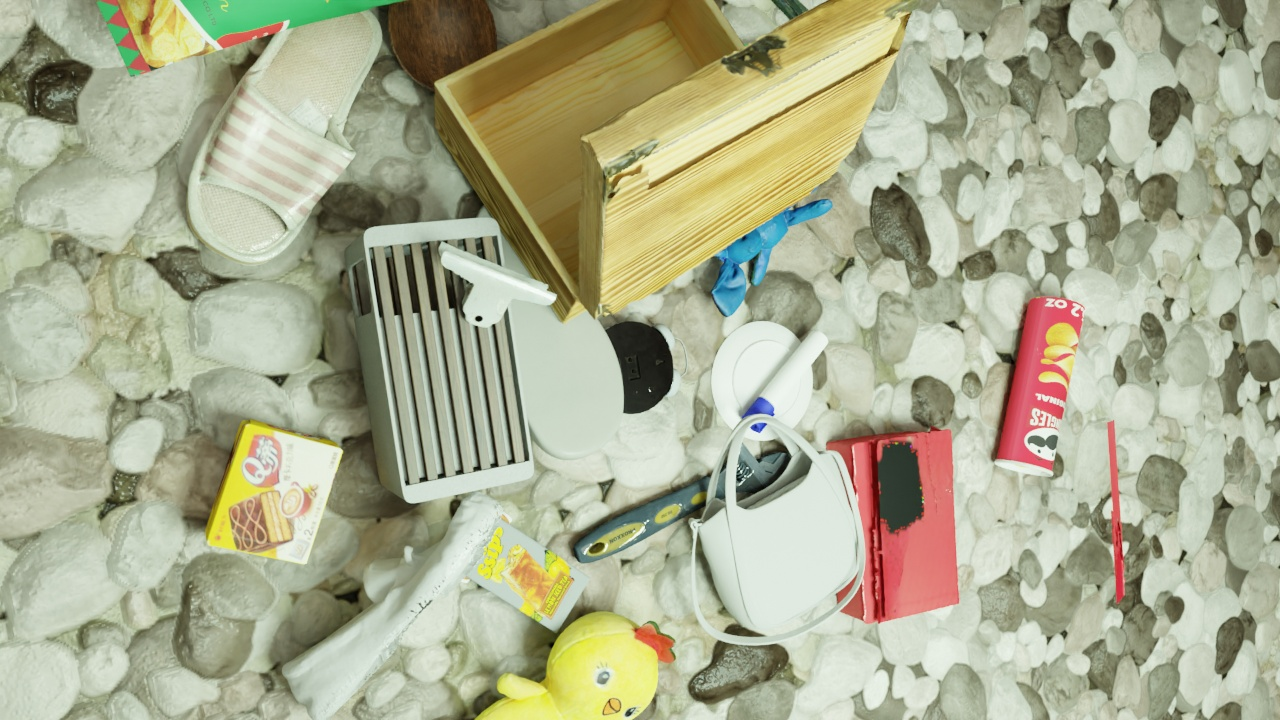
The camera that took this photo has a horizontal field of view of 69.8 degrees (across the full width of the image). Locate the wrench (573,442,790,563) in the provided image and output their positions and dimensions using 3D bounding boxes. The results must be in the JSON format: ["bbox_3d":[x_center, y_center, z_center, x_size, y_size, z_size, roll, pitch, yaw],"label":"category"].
[{"bbox_3d":[0.050,0.151,0.981,0.272,0.022,0.073,-22,105,-24],"label":"wrench"}]

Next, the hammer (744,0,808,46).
[{"bbox_3d":[0.070,-0.324,0.990,0.318,0.032,0.130,-14,96,-24],"label":"hammer"}]

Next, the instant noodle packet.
[{"bbox_3d":[-0.330,-0.356,0.761,0.252,0.090,0.195,-25,85,-20],"label":"instant noodle packet"}]

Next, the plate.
[{"bbox_3d":[0.141,0.023,1.031,0.134,0.011,0.134,0,90,-25],"label":"plate"}]

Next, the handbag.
[{"bbox_3d":[0.138,0.167,0.974,0.215,0.096,0.223,-25,106,-25],"label":"handbag"}]

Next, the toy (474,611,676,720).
[{"bbox_3d":[-0.064,0.318,0.892,0.207,0.092,0.134,-36,124,-12],"label":"toy"}]

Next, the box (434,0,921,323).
[{"bbox_3d":[0.026,-0.199,0.747,0.278,0.335,0.286,-33,89,-18],"label":"box"}]

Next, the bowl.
[{"bbox_3d":[-0.189,-0.307,0.870,0.101,0.026,0.114,-6,92,-24],"label":"bowl"}]

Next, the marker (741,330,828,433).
[{"bbox_3d":[0.162,0.022,1.020,0.133,0.023,0.027,-49,130,-17],"label":"marker"}]

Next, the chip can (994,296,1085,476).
[{"bbox_3d":[0.511,0.032,1.172,0.069,0.069,0.220,18,82,-24],"label":"chip can"}]

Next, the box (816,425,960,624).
[{"bbox_3d":[0.287,0.189,1.114,0.164,0.153,0.213,-5,93,-27],"label":"box"}]

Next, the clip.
[{"bbox_3d":[-0.125,-0.061,0.771,0.102,0.052,0.057,21,52,-23],"label":"clip"}]

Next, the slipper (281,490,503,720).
[{"bbox_3d":[-0.213,0.207,0.798,0.074,0.112,0.247,44,96,-9],"label":"slipper"}]

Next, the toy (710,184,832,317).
[{"bbox_3d":[0.123,-0.140,0.994,0.176,0.071,0.113,-38,103,-10],"label":"toy"}]

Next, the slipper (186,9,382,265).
[{"bbox_3d":[-0.303,-0.208,0.802,0.115,0.052,0.262,26,78,-21],"label":"slipper"}]

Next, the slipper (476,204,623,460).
[{"bbox_3d":[-0.101,-0.027,0.891,0.112,0.081,0.265,-15,79,-31],"label":"slipper"}]

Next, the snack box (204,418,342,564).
[{"bbox_3d":[-0.315,0.111,0.789,0.083,0.061,0.105,19,81,-24],"label":"snack box"}]

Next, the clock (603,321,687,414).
[{"bbox_3d":[-0.006,0.005,0.949,0.122,0.035,0.094,-11,94,-26],"label":"clock"}]

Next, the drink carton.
[{"bbox_3d":[-0.120,0.201,0.886,0.125,0.049,0.076,38,74,-20],"label":"drink carton"}]

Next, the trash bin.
[{"bbox_3d":[-0.183,-0.002,0.822,0.114,0.115,0.229,-9,94,-25],"label":"trash bin"}]
